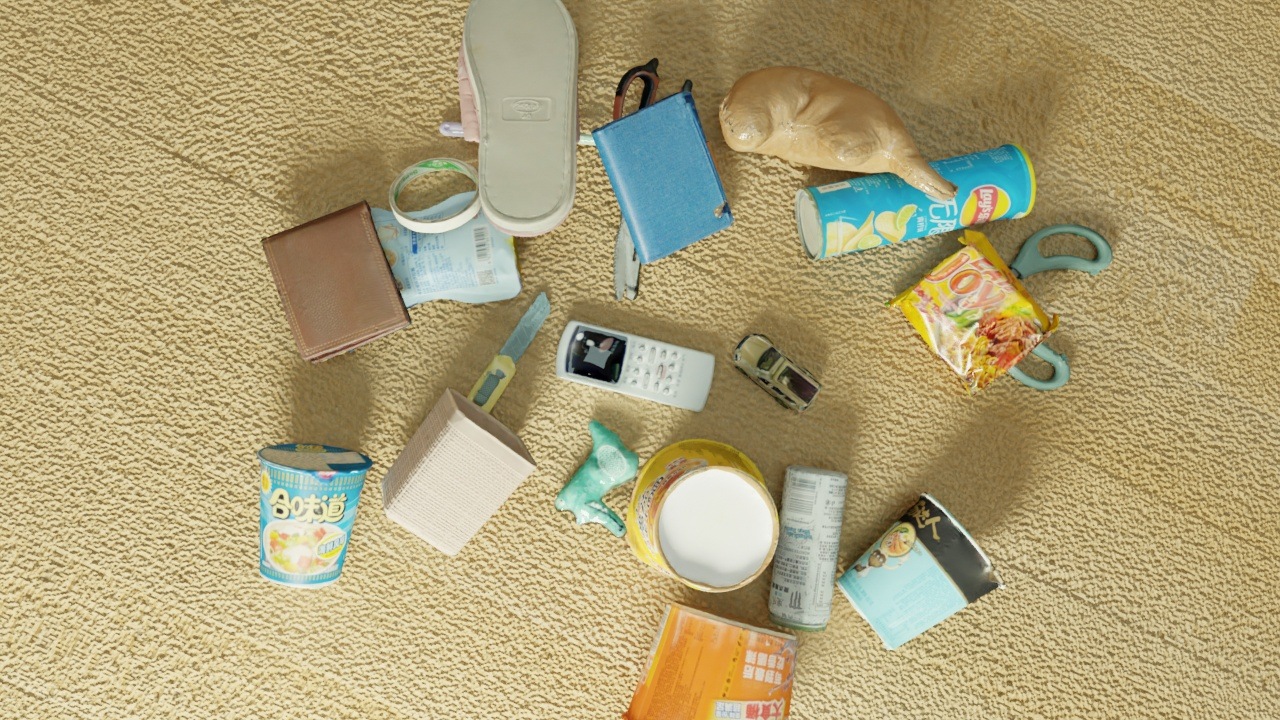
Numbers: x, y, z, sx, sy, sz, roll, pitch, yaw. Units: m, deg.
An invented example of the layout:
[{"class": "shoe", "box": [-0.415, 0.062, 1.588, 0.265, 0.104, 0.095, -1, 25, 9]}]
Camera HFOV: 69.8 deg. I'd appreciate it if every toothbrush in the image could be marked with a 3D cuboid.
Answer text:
[{"class": "toothbrush", "box": [-0.096, -0.213, 0.871, 0.189, 0.021, 0.029, 5, 91, -2]}]

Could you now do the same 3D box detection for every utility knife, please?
[{"class": "utility knife", "box": [-0.148, 0.030, 0.866, 0.031, 0.022, 0.219, 35, 82, -12]}]

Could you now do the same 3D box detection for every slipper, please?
[{"class": "slipper", "box": [-0.108, -0.231, 0.836, 0.114, 0.054, 0.274, -6, 69, -4]}]

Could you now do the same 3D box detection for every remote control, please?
[{"class": "remote control", "box": [-0.005, 0.005, 0.870, 0.150, 0.021, 0.058, 13, 88, -4]}]

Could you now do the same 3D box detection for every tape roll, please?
[{"class": "tape roll", "box": [-0.187, -0.152, 0.842, 0.086, 0.014, 0.085, -1, 55, 2]}]

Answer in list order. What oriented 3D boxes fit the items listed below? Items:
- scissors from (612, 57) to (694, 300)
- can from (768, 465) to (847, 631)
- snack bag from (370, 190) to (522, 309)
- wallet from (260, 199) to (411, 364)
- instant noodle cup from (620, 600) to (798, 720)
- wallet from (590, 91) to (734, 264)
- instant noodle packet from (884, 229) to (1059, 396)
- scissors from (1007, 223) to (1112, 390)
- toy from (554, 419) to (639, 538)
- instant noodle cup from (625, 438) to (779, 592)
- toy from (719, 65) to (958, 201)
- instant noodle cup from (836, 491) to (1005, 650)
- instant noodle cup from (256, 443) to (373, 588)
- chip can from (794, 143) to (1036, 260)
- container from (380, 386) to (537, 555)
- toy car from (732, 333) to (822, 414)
[{"class": "scissors", "box": [0.011, -0.165, 0.870, 0.192, 0.015, 0.207, -36, 115, -21]}, {"class": "can", "box": [0.156, 0.174, 0.858, 0.058, 0.058, 0.146, 8, 88, -4]}, {"class": "snack bag", "box": [-0.209, -0.096, 0.851, 0.191, 0.039, 0.110, -10, 92, -1]}, {"class": "wallet", "box": [-0.270, -0.070, 0.820, 0.101, 0.032, 0.124, -21, 87, -2]}, {"class": "instant noodle cup", "box": [0.068, 0.282, 0.811, 0.151, 0.151, 0.111, 16, 79, -4]}, {"class": "wallet", "box": [0.023, -0.169, 0.846, 0.106, 0.040, 0.133, -27, 111, -14]}, {"class": "instant noodle packet", "box": [0.314, -0.045, 0.868, 0.111, 0.044, 0.128, -42, 90, 19]}, {"class": "scissors", "box": [0.397, -0.068, 0.901, 0.179, 0.019, 0.170, -36, 90, -3]}, {"class": "toy", "box": [-0.037, 0.117, 0.859, 0.096, 0.030, 0.092, 41, 90, 12]}, {"class": "instant noodle cup", "box": [0.061, 0.144, 0.827, 0.138, 0.110, 0.138, 0, 90, -4]}, {"class": "toy", "box": [0.183, -0.208, 0.832, 0.226, 0.083, 0.143, 18, 44, 12]}, {"class": "instant noodle cup", "box": [0.251, 0.201, 0.846, 0.120, 0.111, 0.111, -38, 91, 2]}, {"class": "instant noodle cup", "box": [-0.296, 0.138, 0.815, 0.099, 0.099, 0.110, 10, 95, -4]}, {"class": "chip can", "box": [0.257, -0.149, 0.867, 0.210, 0.071, 0.071, -13, 89, -4]}, {"class": "container", "box": [-0.167, 0.100, 0.816, 0.090, 0.090, 0.111, 40, 90, -24]}, {"class": "toy car", "box": [0.130, 0.011, 0.873, 0.090, 0.035, 0.042, 38, 85, 0]}]
